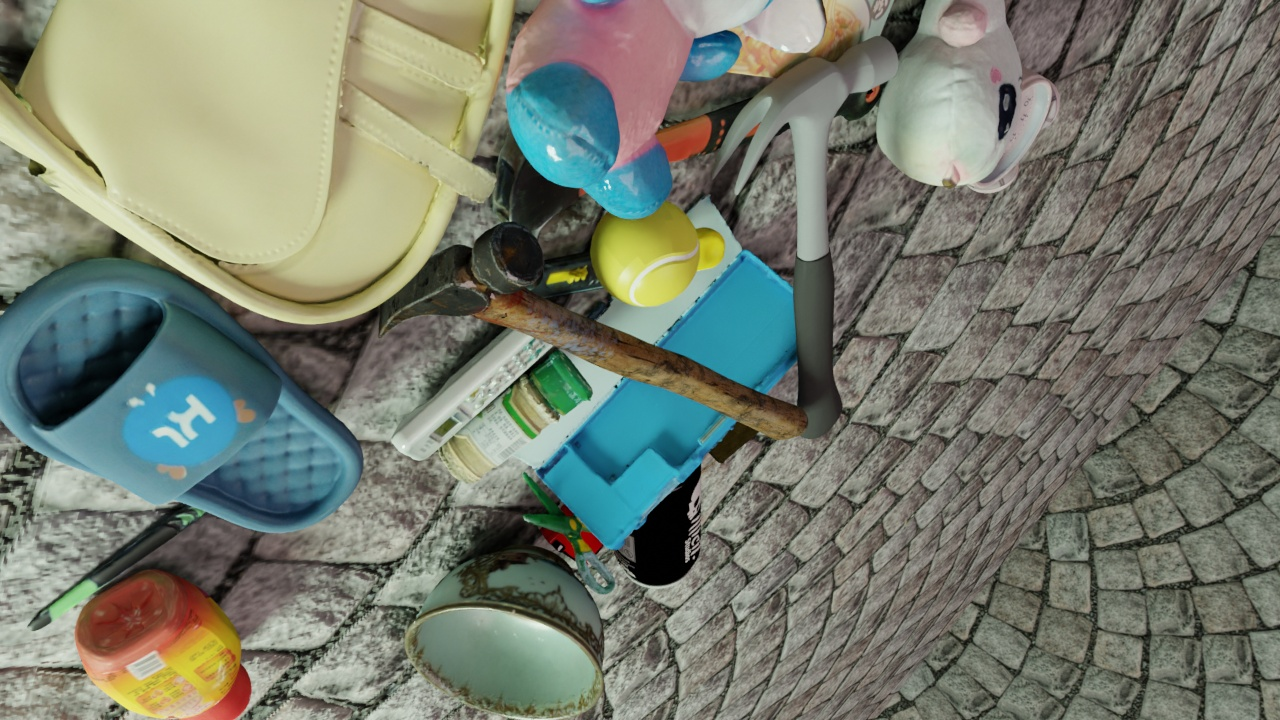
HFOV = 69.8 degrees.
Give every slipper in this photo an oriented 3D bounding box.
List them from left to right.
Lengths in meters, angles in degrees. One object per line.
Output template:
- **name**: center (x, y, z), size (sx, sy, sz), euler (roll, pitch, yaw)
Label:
- **slipper**: center (-0.218, 0.036, 0.455), size (0.103, 0.059, 0.214), euler (-40, 141, -4)

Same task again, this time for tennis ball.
- **tennis ball**: center (0.003, -0.065, 0.546), size (0.065, 0.065, 0.065), euler (-30, 144, -25)

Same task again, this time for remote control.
- **remote control**: center (-0.106, 0.012, 0.599), size (0.133, 0.022, 0.050), euler (-42, 168, -7)

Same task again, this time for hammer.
- **hammer**: center (-0.003, 0.003, 0.585), size (0.120, 0.033, 0.330), euler (-17, 152, 39)
- **hammer**: center (0.050, -0.151, 0.601), size (0.332, 0.033, 0.133), euler (-24, 141, -33)
- **hammer**: center (0.116, -0.055, 0.630), size (0.124, 0.029, 0.311), euler (-29, 135, -18)

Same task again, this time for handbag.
- **handbag**: center (-0.134, -0.131, 0.355), size (0.190, 0.088, 0.233), euler (16, 114, -51)
- **handbag**: center (0.034, 0.101, 0.870), size (0.178, 0.027, 0.084), euler (-41, 146, 1)

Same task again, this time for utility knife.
- **utility knife**: center (-0.019, -0.062, 0.609), size (0.173, 0.020, 0.029), euler (-15, 118, -25)

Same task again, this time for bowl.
- **bowl**: center (-0.098, 0.208, 0.742), size (0.093, 0.160, 0.160), euler (-75, 176, -48)

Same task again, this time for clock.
- **clock**: center (0.312, -0.207, 0.813), size (0.157, 0.059, 0.117), euler (3, 123, -52)

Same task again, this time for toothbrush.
- **toothbrush**: center (-0.261, 0.092, 0.519), size (0.188, 0.017, 0.014), euler (-38, 138, -11)

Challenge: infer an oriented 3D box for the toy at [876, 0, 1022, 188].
- **toy**: center (0.232, -0.219, 0.677), size (0.138, 0.101, 0.180), euler (-44, 140, -58)

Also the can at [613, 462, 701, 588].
- **can**: center (0.013, 0.128, 0.801), size (0.080, 0.080, 0.146), euler (-29, 138, -26)

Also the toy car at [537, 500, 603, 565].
- **toy car**: center (-0.056, 0.155, 0.816), size (0.038, 0.025, 0.089), euler (-46, 150, -7)

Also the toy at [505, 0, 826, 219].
- **toy**: center (0.011, -0.156, 0.400), size (0.191, 0.099, 0.223), euler (-68, 157, 3)

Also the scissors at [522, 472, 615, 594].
- **scissors**: center (-0.056, 0.142, 0.735), size (0.012, 0.112, 0.130), euler (-30, 153, 20)

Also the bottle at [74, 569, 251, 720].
- **bottle**: center (-0.283, 0.183, 0.560), size (0.071, 0.048, 0.134), euler (-32, 145, -22)

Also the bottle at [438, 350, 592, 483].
- **bottle**: center (-0.086, 0.040, 0.631), size (0.110, 0.042, 0.043), euler (-37, 148, 0)

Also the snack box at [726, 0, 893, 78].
- **snack box**: center (0.076, -0.233, 0.508), size (0.193, 0.044, 0.142), euler (-7, 127, -38)

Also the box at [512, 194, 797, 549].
- **box**: center (0.015, 0.013, 0.684), size (0.243, 0.114, 0.113), euler (-47, 161, 0)
